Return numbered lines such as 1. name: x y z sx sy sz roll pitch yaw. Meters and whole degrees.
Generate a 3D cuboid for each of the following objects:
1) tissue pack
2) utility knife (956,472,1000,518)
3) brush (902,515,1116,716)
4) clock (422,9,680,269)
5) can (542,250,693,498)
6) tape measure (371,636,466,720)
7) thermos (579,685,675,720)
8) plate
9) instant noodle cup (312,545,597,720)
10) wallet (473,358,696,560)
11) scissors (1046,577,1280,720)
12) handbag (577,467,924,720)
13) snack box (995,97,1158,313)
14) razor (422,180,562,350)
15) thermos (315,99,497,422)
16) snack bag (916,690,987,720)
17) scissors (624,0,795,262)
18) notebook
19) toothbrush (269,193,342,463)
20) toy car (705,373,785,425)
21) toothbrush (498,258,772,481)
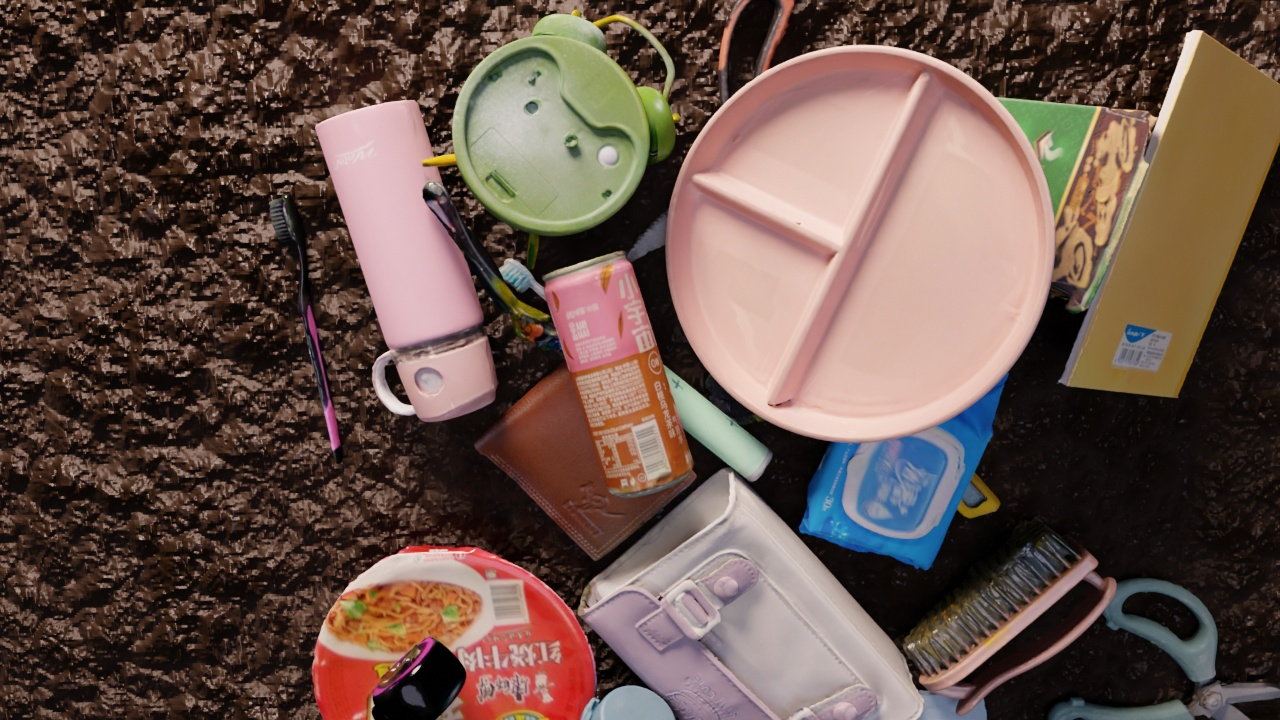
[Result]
1. tissue pack: 0.170 0.064 0.601 0.095 0.052 0.157 17 115 6
2. utility knife: 0.193 0.052 0.631 0.033 0.015 0.154 -42 98 12
3. brush: 0.251 0.179 0.632 0.073 0.063 0.146 44 99 5
4. clock: -0.045 -0.145 0.565 0.116 0.056 0.161 45 83 -9
5. can: -0.014 0.009 0.576 0.058 0.058 0.147 -17 95 5
6. tape measure: -0.143 0.207 0.586 0.058 0.057 0.039 -38 98 16
7. thermos: -0.019 0.318 0.639 0.070 0.070 0.221 9 119 -1
8. plate: 0.121 -0.065 0.543 0.230 0.028 0.229 5 101 29
9. instant noodle cup: -0.125 0.211 0.649 0.194 0.065 0.194 0 103 2
10. wallet: -0.038 0.067 0.634 0.101 0.032 0.124 -43 97 12
11. scissors: 0.372 0.246 0.668 0.173 0.019 0.179 41 99 -8
12. handbag: 0.073 0.194 0.628 0.145 0.098 0.197 -41 98 14
13. snack box: 0.227 -0.102 0.557 0.106 0.118 0.117 18 102 10
14. razor: -0.092 -0.053 0.580 0.022 0.043 0.143 -53 123 -29
15. thermos: -0.154 -0.059 0.594 0.087 0.067 0.199 -10 103 18
16. snack bag: 0.205 0.332 0.682 0.110 0.038 0.191 -5 101 14
17. scissors: 0.079 -0.135 0.594 0.223 0.015 0.189 -26 100 6
18. notebook: 0.333 -0.077 0.563 0.145 0.010 0.206 5 106 -36
19. toothbrush: -0.227 -0.019 0.629 0.018 0.014 0.189 -4 103 12
20. toy car: 0.092 0.002 0.615 0.106 0.031 0.049 -37 98 23
21. toothbrush: -0.004 0.004 0.618 0.224 0.027 0.027 39 142 -2
